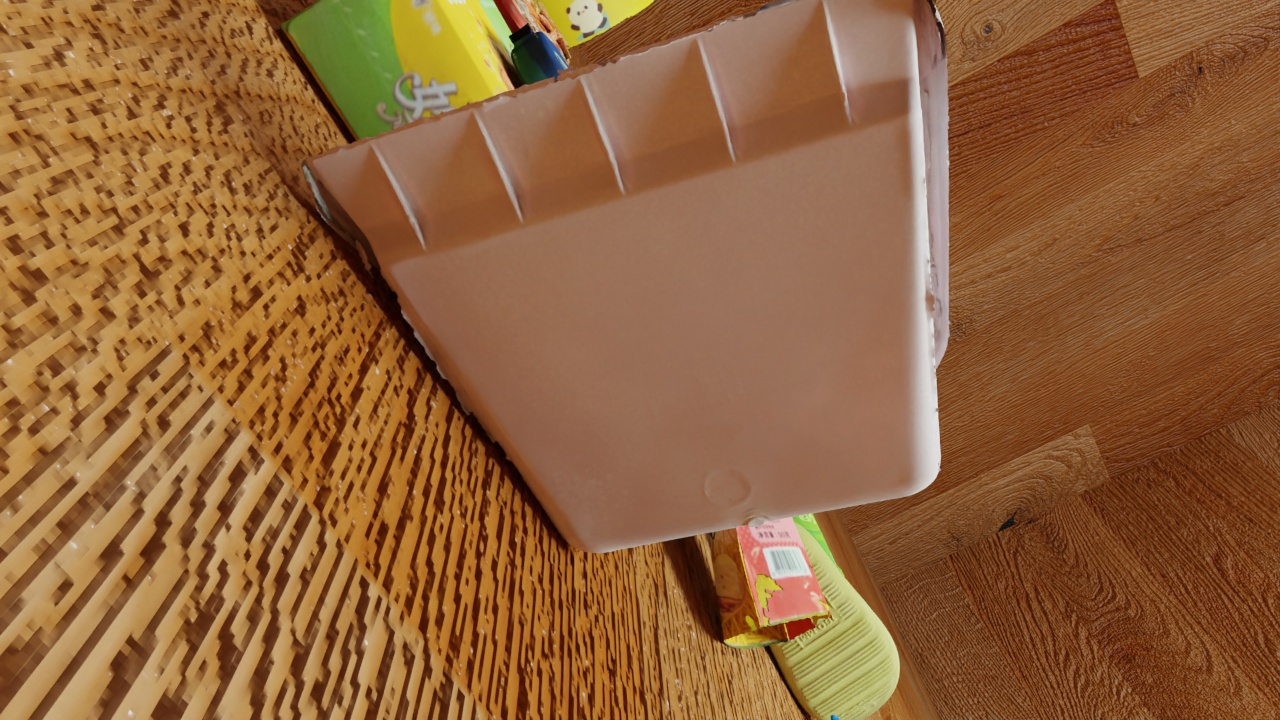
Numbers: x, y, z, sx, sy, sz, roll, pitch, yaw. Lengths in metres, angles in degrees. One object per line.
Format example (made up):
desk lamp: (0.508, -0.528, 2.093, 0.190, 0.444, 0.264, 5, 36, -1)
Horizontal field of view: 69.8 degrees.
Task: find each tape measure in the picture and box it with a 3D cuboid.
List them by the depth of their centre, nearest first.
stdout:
tape measure: (-0.047, -0.145, 0.482, 0.058, 0.025, 0.054, 58, 10, 5)

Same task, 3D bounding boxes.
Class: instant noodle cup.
instant noodle cup: (-0.139, -0.334, 0.828, 0.164, 0.079, 0.188, 62, 10, -3)

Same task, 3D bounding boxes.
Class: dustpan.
dustpan: (0.024, -0.025, 0.410, 0.138, 0.223, 0.274, -78, 153, -57)

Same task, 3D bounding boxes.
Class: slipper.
slipper: (0.140, 0.205, 0.756, 0.190, 0.092, 0.081, 57, 7, -9)

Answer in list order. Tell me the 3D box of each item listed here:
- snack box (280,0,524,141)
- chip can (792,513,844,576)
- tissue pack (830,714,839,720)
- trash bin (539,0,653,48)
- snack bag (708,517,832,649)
snack box: (-0.093, -0.134, 0.507, 0.158, 0.070, 0.209, 59, 10, -18)
chip can: (0.140, 0.155, 0.956, 0.072, 0.073, 0.221, 52, 13, -47)
tissue pack: (0.161, 0.325, 0.619, 0.095, 0.052, 0.157, 61, 9, -22)
trash bin: (-0.115, -0.493, 1.030, 0.229, 0.230, 0.255, -100, 165, -64)
snack bag: (0.071, 0.088, 0.640, 0.128, 0.073, 0.207, 43, 31, -61)
